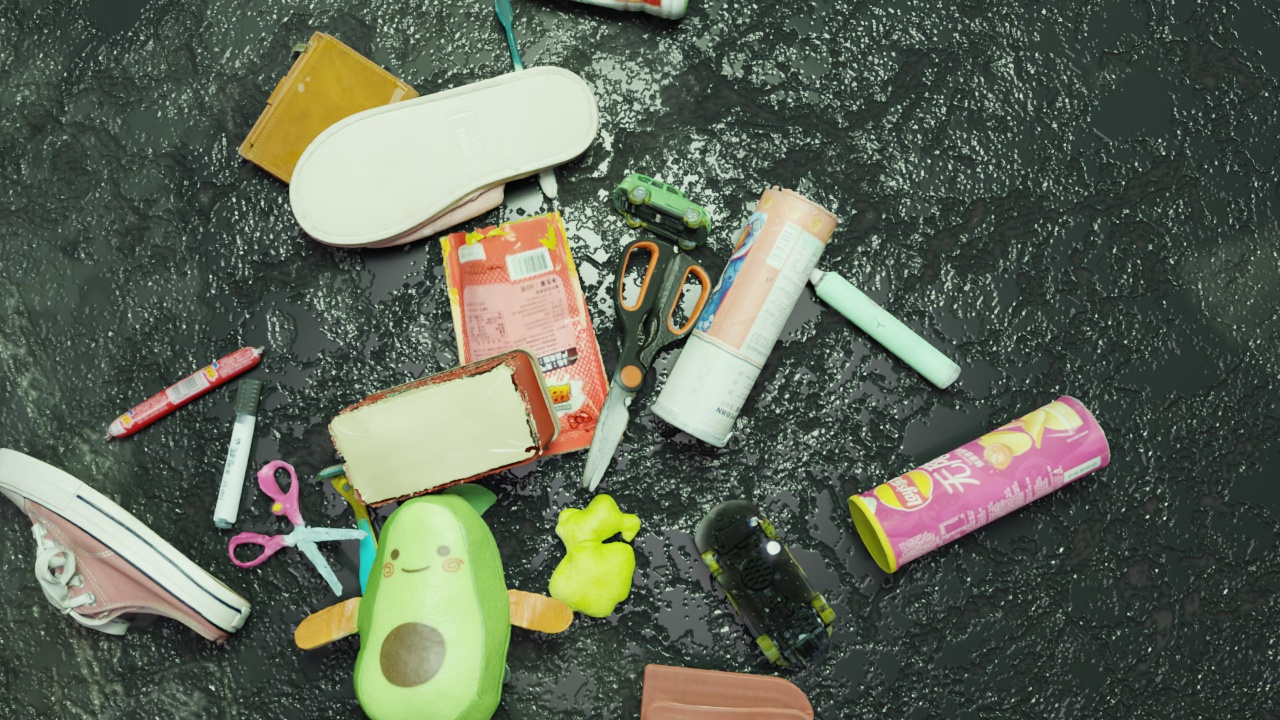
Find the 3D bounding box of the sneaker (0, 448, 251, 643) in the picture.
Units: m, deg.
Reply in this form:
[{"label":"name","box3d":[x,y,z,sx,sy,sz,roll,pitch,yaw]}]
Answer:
[{"label":"sneaker","box3d":[-0.439,0.166,0.745,0.241,0.118,0.087,38,66,-5]}]

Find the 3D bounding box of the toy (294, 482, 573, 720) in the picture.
[{"label":"toy","box3d":[-0.166,0.221,0.738,0.227,0.090,0.246,-3,77,-1]}]

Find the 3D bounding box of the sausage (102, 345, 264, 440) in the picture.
[{"label":"sausage","box3d":[-0.395,0.027,0.794,0.156,0.020,0.020,-30,88,-3]}]

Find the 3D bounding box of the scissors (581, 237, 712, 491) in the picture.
[{"label":"scissors","box3d":[-0.019,-0.003,0.782,0.136,0.022,0.234,44,70,-9]}]

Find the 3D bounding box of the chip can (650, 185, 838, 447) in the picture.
[{"label":"chip can","box3d":[0.088,-0.037,0.775,0.071,0.071,0.215,27,94,0]}]

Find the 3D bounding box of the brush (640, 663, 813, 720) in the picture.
[{"label":"brush","box3d":[0.074,0.294,0.771,0.146,0.069,0.063,5,88,-2]}]

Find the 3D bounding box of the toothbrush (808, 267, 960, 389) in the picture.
[{"label":"toothbrush","box3d":[0.188,-0.051,0.815,0.224,0.026,0.027,37,104,1]}]

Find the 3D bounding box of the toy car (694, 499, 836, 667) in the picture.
[{"label":"toy car","box3d":[0.107,0.191,0.791,0.070,0.042,0.158,-33,90,-4]}]

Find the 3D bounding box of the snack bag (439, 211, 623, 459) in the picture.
[{"label":"snack bag","box3d":[-0.098,-0.016,0.788,0.128,0.073,0.208,-13,95,4]}]

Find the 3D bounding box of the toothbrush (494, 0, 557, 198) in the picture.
[{"label":"toothbrush","box3d":[-0.102,-0.237,0.822,0.016,0.018,0.191,-14,90,-3]}]

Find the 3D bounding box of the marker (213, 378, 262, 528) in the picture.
[{"label":"marker","box3d":[-0.349,0.080,0.794,0.023,0.018,0.130,9,86,24]}]

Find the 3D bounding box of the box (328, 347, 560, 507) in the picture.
[{"label":"box","box3d":[-0.161,0.055,0.744,0.168,0.079,0.091,-17,99,13]}]

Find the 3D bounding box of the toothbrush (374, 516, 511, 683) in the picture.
[{"label":"toothbrush","box3d":[-0.171,0.206,0.795,0.015,0.018,0.181,-40,87,-4]}]

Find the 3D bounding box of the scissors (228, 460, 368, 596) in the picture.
[{"label":"scissors","box3d":[-0.297,0.152,0.780,0.125,0.017,0.133,-40,75,2]}]

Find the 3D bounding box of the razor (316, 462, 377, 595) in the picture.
[{"label":"razor","box3d":[-0.241,0.152,0.787,0.043,0.028,0.132,-17,84,18]}]

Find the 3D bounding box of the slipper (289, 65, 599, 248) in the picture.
[{"label":"slipper","box3d":[-0.167,-0.176,0.790,0.274,0.054,0.114,-23,100,-5]}]

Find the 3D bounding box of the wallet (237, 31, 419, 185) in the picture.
[{"label":"wallet","box3d":[-0.279,-0.212,0.802,0.119,0.035,0.130,32,87,-2]}]

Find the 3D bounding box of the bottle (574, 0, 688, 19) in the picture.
[{"label":"bottle","box3d":[-0.053,-0.349,0.805,0.197,0.068,0.068,10,86,3]}]

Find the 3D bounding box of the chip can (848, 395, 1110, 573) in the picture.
[{"label":"chip can","box3d":[0.289,0.105,0.788,0.210,0.071,0.071,-25,88,-4]}]

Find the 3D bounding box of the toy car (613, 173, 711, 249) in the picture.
[{"label":"toy car","box3d":[0.021,-0.132,0.804,0.091,0.043,0.036,28,63,7]}]

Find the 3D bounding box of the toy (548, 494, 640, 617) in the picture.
[{"label":"toy","box3d":[-0.038,0.172,0.793,0.096,0.031,0.100,-23,88,-5]}]
